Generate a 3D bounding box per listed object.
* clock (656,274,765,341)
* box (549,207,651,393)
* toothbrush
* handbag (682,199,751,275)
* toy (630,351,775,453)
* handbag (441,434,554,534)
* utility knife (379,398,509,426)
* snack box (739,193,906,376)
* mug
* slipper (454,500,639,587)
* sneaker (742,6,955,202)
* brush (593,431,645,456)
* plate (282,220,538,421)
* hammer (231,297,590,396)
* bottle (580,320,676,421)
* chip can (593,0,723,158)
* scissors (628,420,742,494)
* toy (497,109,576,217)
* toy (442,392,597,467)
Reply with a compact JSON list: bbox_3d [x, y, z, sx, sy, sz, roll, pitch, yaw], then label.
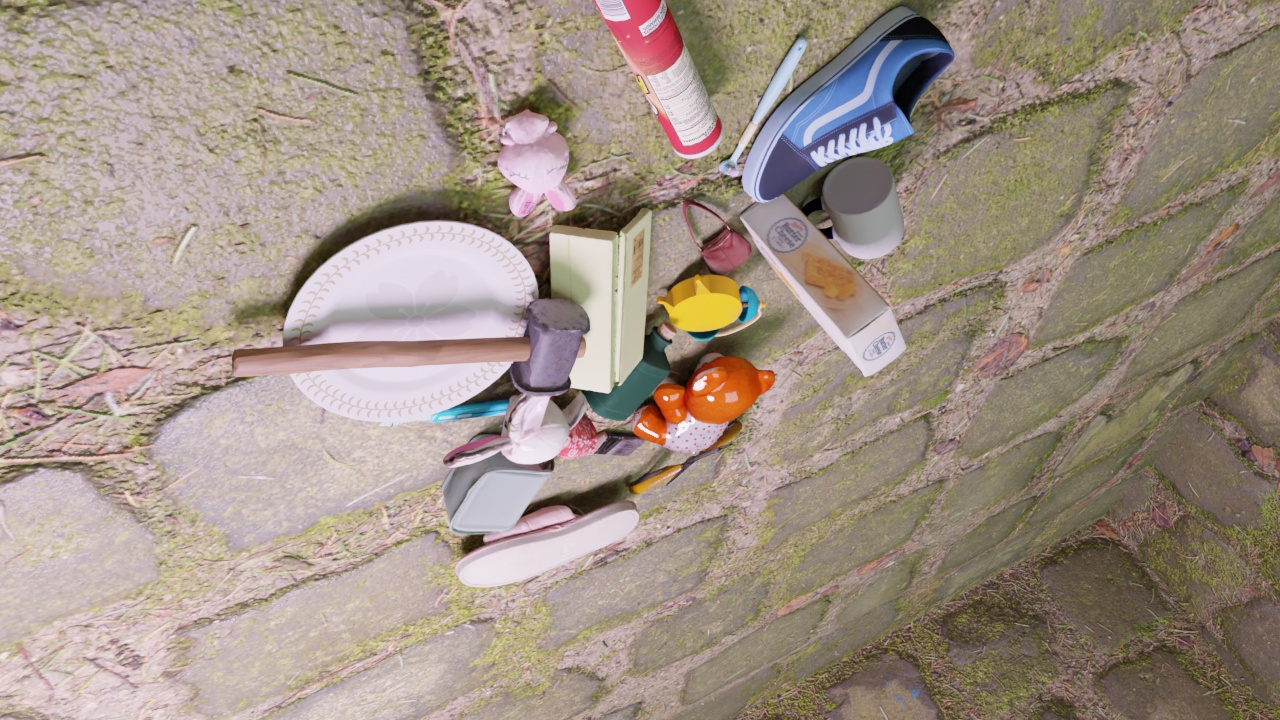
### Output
[{"bbox_3d":[0.083,-0.061,1.074,0.099,0.043,0.129,-27,146,33],"label":"clock"},{"bbox_3d":[-0.035,-0.056,0.949,0.127,0.066,0.188,-17,129,-28],"label":"box"},{"bbox_3d":[0.121,-0.249,0.908,0.022,0.016,0.155,24,125,-9],"label":"toothbrush"},{"bbox_3d":[0.077,-0.140,1.005,0.055,0.029,0.119,-36,142,10],"label":"handbag"},{"bbox_3d":[0.086,0.051,1.206,0.163,0.092,0.173,1,146,-37],"label":"toy"},{"bbox_3d":[-0.177,0.151,1.120,0.106,0.067,0.122,10,127,-36],"label":"handbag"},{"bbox_3d":[-0.213,0.061,1.021,0.161,0.015,0.022,-8,137,-34],"label":"utility knife"},{"bbox_3d":[0.199,-0.087,1.005,0.057,0.207,0.104,-38,146,5],"label":"snack box"},{"bbox_3d":[0.244,-0.172,1.067,0.112,0.078,0.097,-12,152,19],"label":"mug"},{"bbox_3d":[-0.131,0.248,1.296,0.273,0.054,0.114,-14,142,-23],"label":"slipper"},{"bbox_3d":[0.209,-0.238,0.920,0.242,0.098,0.083,-44,146,16],"label":"sneaker"},{"bbox_3d":[-0.054,0.110,1.222,0.151,0.012,0.039,11,127,-47],"label":"brush"},{"bbox_3d":[-0.213,-0.034,0.869,0.242,0.016,0.243,-19,140,-17],"label":"plate"},{"bbox_3d":[-0.203,-0.007,0.858,0.327,0.052,0.098,-2,133,-28],"label":"hammer"},{"bbox_3d":[-0.006,0.006,1.084,0.061,0.061,0.131,17,122,-48],"label":"bottle"},{"bbox_3d":[0.015,-0.256,0.775,0.052,0.051,0.215,-36,147,3],"label":"chip can"},{"bbox_3d":[0.075,0.138,1.304,0.229,0.016,0.226,-31,180,-41],"label":"scissors"},{"bbox_3d":[-0.091,-0.167,0.806,0.063,0.047,0.110,-19,148,-7],"label":"toy"},{"bbox_3d":[-0.114,0.077,1.047,0.159,0.084,0.194,-37,161,26],"label":"toy"}]
